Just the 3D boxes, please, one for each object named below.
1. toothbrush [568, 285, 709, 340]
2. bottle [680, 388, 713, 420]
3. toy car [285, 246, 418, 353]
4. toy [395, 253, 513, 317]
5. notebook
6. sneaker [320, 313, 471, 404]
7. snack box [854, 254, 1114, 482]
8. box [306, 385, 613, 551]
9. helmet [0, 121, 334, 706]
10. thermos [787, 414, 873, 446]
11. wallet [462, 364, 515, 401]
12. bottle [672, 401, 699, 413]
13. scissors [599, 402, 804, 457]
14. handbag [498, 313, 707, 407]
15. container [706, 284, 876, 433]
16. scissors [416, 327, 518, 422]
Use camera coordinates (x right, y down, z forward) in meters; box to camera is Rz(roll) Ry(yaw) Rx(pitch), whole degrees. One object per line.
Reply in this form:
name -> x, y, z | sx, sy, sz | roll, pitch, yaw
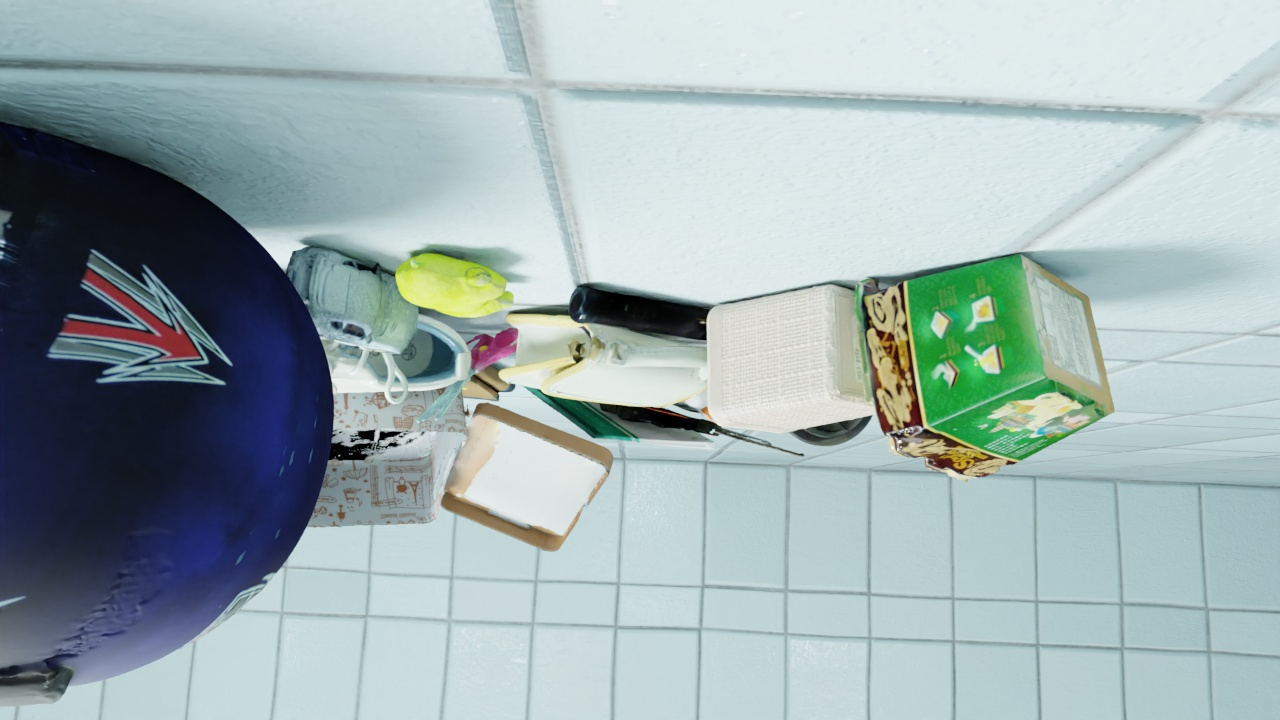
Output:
toothbrush -> 0.044, -0.027, 0.689 | 0.212, 0.026, 0.027 | 7, -179, -33
bottle -> 0.076, 0.029, 0.904 | 0.108, 0.063, 0.063 | 11, 168, -42
toy car -> -0.183, -0.037, 0.599 | 0.037, 0.054, 0.120 | 1, 171, 21
toy -> -0.122, -0.046, 0.597 | 0.097, 0.031, 0.100 | 0, 171, 28
notebook -> -0.036, 0.054, 1.008 | 0.150, 0.012, 0.209 | 8, -168, -34
sneaker -> -0.230, -0.008, 0.662 | 0.091, 0.089, 0.241 | 15, -174, 43
snack box -> 0.212, -0.001, 0.556 | 0.118, 0.117, 0.106 | 20, 148, -35
box -> -0.172, 0.095, 0.840 | 0.259, 0.110, 0.179 | 3, 143, -22
helmet -> -0.298, 0.034, 0.437 | 0.316, 0.246, 0.240 | -8, 149, 24
thermos -> 0.150, 0.027, 0.824 | 0.093, 0.093, 0.143 | 4, 179, -7
wallet -> -0.198, 0.019, 1.028 | 0.090, 0.033, 0.115 | 2, 167, 9
bottle -> 0.010, 0.021, 0.936 | 0.080, 0.044, 0.194 | 4, 173, 41
scissors -> 0.047, 0.066, 0.924 | 0.221, 0.021, 0.234 | 15, 179, 37
handbag -> -0.004, 0.004, 0.740 | 0.179, 0.063, 0.163 | 1, 173, 42
container -> 0.117, 0.000, 0.646 | 0.090, 0.089, 0.111 | 10, 166, -38
scissors -> -0.150, 0.012, 0.757 | 0.073, 0.017, 0.136 | 1, -146, 33
